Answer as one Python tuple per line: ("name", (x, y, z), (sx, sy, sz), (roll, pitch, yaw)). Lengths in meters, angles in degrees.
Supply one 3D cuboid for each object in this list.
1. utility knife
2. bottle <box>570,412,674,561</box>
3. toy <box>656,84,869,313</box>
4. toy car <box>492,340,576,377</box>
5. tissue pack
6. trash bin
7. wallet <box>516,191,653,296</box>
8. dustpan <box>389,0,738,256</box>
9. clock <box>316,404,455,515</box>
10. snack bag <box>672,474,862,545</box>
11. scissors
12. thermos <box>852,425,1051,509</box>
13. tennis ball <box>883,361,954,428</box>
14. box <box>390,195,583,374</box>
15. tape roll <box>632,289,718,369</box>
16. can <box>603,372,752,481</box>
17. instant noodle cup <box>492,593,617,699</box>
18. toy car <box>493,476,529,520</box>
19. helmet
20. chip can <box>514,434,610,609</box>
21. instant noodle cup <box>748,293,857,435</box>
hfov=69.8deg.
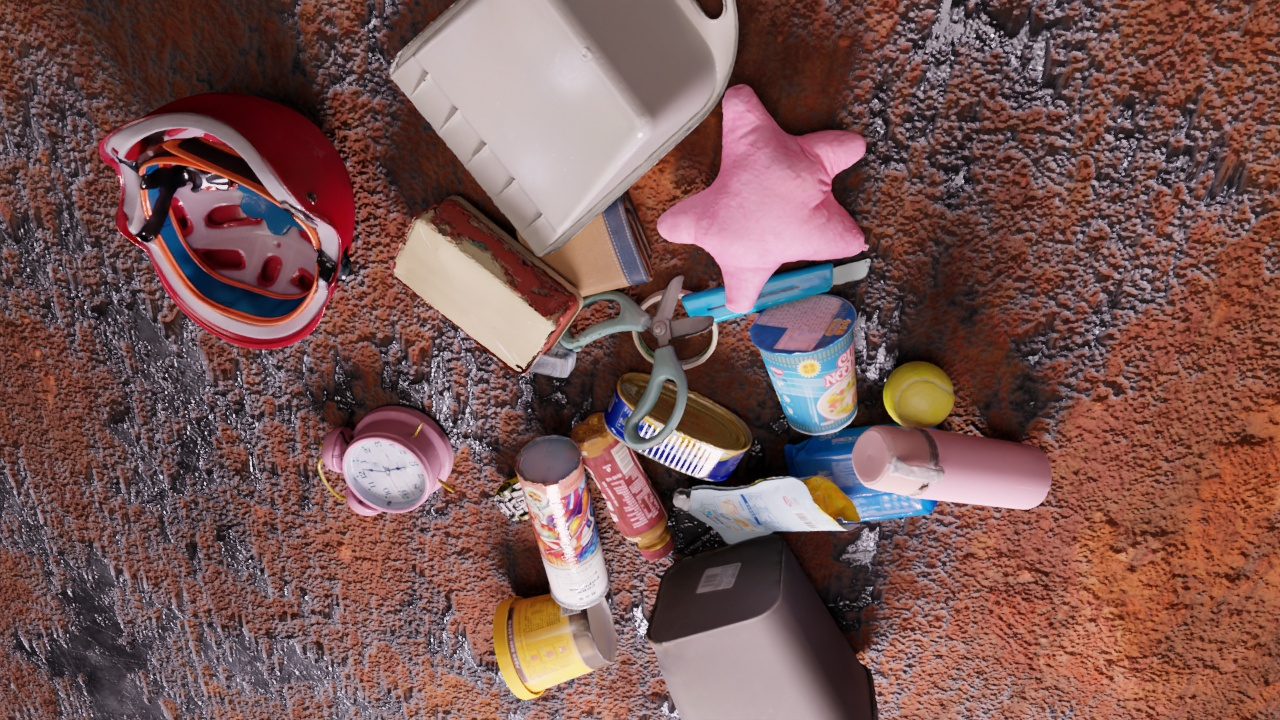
("utility knife", (0.128, -0.067, 0.865), (0.179, 0.018, 0.034), (-14, 107, 9))
("bottle", (-0.015, 0.139, 0.991), (0.058, 0.057, 0.175), (-18, 114, 19))
("toy", (0.116, -0.126, 0.807), (0.178, 0.074, 0.195), (25, 119, -4))
("toy car", (-0.112, -0.007, 0.942), (0.090, 0.034, 0.043), (15, 124, 3))
("tissue pack", (0.228, 0.114, 0.935), (0.157, 0.052, 0.095), (-9, 115, 15))
("trash bin", (0.127, 0.331, 1.006), (0.199, 0.198, 0.220), (-22, 106, 19))
("wallet", (-0.052, -0.104, 0.878), (0.115, 0.033, 0.090), (-14, 113, 19))
("dustpan", (-0.050, -0.254, 0.791), (0.222, 0.142, 0.259), (51, 142, -11))
("clock", (-0.291, 0.118, 1.030), (0.159, 0.059, 0.117), (-13, 115, 19))
("snack bag", (0.124, 0.154, 0.945), (0.110, 0.038, 0.191), (31, 150, -32))
("scissors", (-0.005, 0.005, 0.883), (0.171, 0.019, 0.179), (-6, 82, 27))
("thermos", (0.296, 0.101, 0.852), (0.198, 0.087, 0.067), (10, 94, -27))
("tennis ball", (0.265, 0.033, 0.874), (0.065, 0.065, 0.066), (5, 119, 8))
("box", (-0.149, -0.069, 0.868), (0.168, 0.077, 0.092), (38, 127, 0))
("tape roll", (0.035, -0.030, 0.912), (0.086, 0.013, 0.086), (5, 119, 8))
("can", (0.037, 0.067, 0.933), (0.148, 0.074, 0.049), (24, 124, -2))
("instant noodle cup", (-0.097, 0.325, 1.082), (0.114, 0.118, 0.118), (-20, 114, 12))
("toy car", (-0.114, 0.139, 1.025), (0.105, 0.032, 0.048), (-29, 117, 11))
("helmet", (-0.358, -0.141, 0.854), (0.207, 0.143, 0.241), (14, 134, 3))
("chip can", (-0.082, 0.178, 0.992), (0.071, 0.071, 0.215), (0, 131, 10))
("instant noodle cup", (0.163, 0.008, 0.870), (0.099, 0.099, 0.110), (-10, 124, 15))
